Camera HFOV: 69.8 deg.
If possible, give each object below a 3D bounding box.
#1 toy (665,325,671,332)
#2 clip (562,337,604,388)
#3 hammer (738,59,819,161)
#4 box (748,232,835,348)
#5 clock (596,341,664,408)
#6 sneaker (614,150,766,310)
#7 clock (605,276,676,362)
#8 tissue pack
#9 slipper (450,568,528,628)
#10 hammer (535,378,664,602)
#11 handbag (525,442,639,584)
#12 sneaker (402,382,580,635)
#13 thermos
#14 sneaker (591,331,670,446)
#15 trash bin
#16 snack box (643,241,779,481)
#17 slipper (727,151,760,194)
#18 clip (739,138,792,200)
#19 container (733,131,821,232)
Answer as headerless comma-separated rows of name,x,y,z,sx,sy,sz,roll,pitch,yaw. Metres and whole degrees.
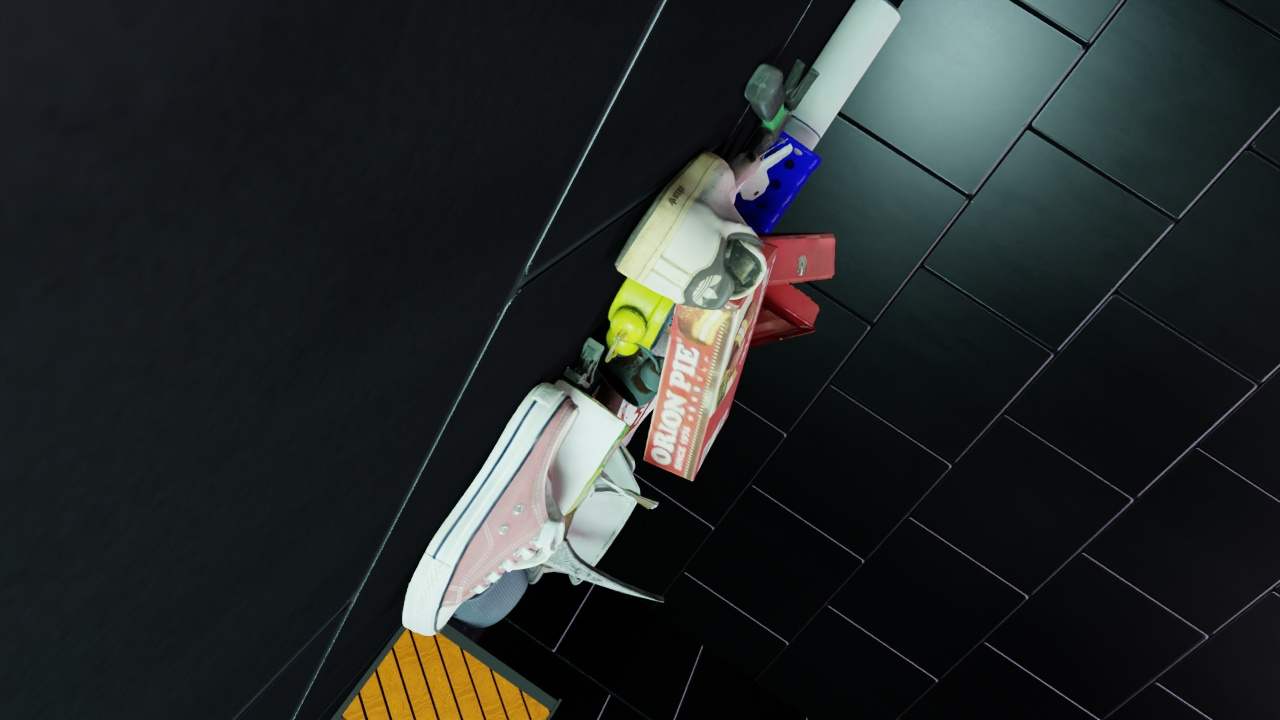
toy,0.065,-0.105,1.125,0.170,0.064,0.155,-59,158,-8
clip,-0.055,0.009,0.875,0.061,0.023,0.076,-54,174,-18
hammer,0.132,-0.256,0.924,0.130,0.032,0.318,-56,176,13
box,0.127,-0.105,1.045,0.157,0.137,0.127,-15,127,-44
clock,-0.006,0.006,0.992,0.053,0.090,0.124,-45,175,-13
sneaker,0.061,-0.102,0.752,0.089,0.102,0.240,-58,177,27
clock,0.004,-0.045,0.865,0.119,0.057,0.083,-57,177,-15
tissue pack,-0.043,0.103,0.902,0.120,0.141,0.197,-56,177,2
slipper,-0.170,0.242,0.977,0.101,0.082,0.264,-52,176,-26
hammer,-0.025,0.116,1.086,0.037,0.218,0.300,79,32,-85
handbag,-0.090,0.188,1.214,0.199,0.096,0.142,-58,-141,32
sneaker,-0.108,0.136,0.759,0.241,0.088,0.118,-58,176,10
thermos,0.261,-0.384,1.247,0.230,0.068,0.068,-56,177,6
sneaker,-0.022,0.045,1.269,0.237,0.090,0.104,-53,171,8
trash bin,-0.201,0.367,0.936,0.139,0.172,0.140,-54,176,-30
snack box,0.066,-0.002,0.900,0.112,0.060,0.237,-55,163,-44
slipper,0.059,-0.120,0.941,0.222,0.055,0.106,-55,180,35
clip,0.113,-0.201,0.981,0.102,0.043,0.054,-29,166,3
container,0.157,-0.222,1.153,0.113,0.084,0.085,-55,178,4
